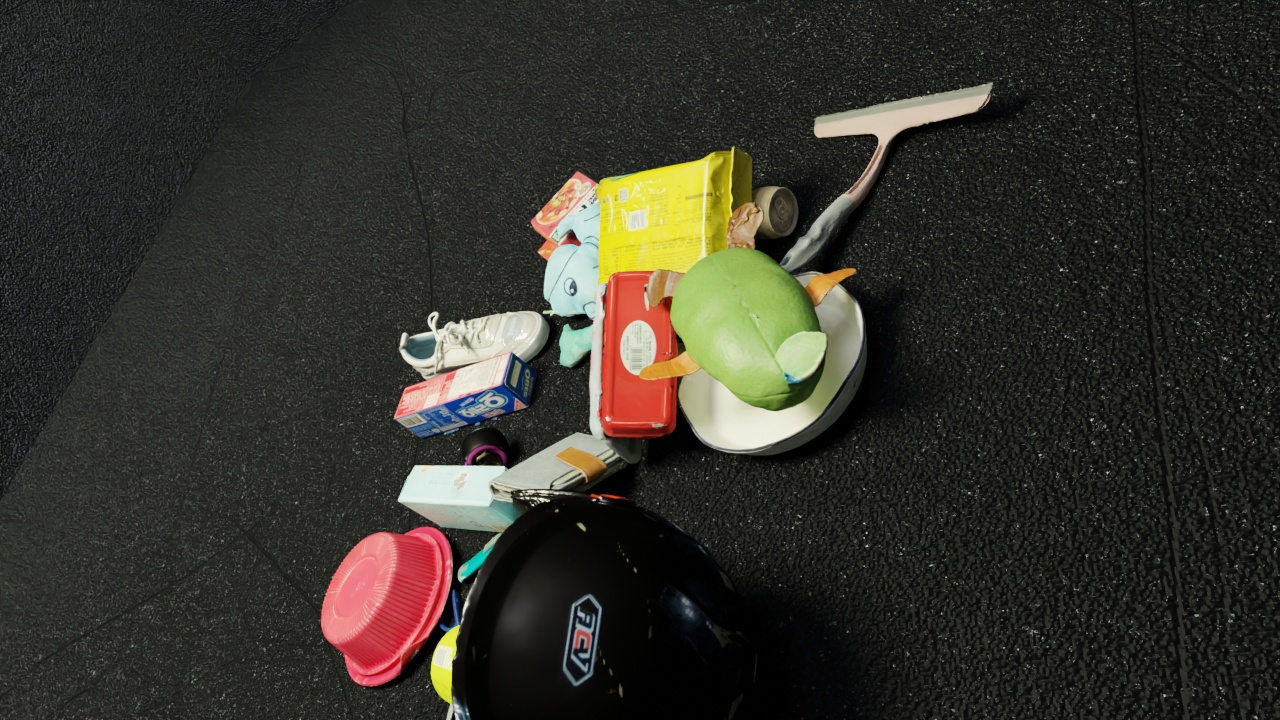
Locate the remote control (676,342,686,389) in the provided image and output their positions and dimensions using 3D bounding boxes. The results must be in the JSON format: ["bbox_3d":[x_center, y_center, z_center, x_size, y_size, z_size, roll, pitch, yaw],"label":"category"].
[{"bbox_3d":[0.006,0.010,1.042,0.136,0.020,0.055,-5,56,41],"label":"remote control"}]

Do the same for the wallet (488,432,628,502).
[{"bbox_3d":[-0.081,0.112,0.971,0.107,0.037,0.129,2,22,45],"label":"wallet"}]

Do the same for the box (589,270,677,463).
[{"bbox_3d":[-0.007,0.007,0.980,0.095,0.099,0.201,-1,57,2],"label":"box"}]

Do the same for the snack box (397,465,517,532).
[{"bbox_3d":[-0.196,0.159,1.061,0.175,0.074,0.051,-5,53,41],"label":"snack box"}]

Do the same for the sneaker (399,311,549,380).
[{"bbox_3d":[-0.233,-0.032,1.250,0.243,0.090,0.089,-14,50,35],"label":"sneaker"}]

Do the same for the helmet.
[{"bbox_3d":[-0.030,0.222,0.699,0.230,0.275,0.233,7,71,16],"label":"helmet"}]

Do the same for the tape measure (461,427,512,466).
[{"bbox_3d":[-0.186,0.112,1.108,0.057,0.058,0.039,-38,39,8],"label":"tape measure"}]

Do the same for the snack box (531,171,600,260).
[{"bbox_3d":[-0.097,-0.195,1.298,0.127,0.044,0.113,-48,38,0],"label":"snack box"}]

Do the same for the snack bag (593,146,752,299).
[{"bbox_3d":[0.028,-0.152,1.061,0.247,0.068,0.158,-1,88,48],"label":"snack bag"}]

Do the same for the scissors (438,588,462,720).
[{"bbox_3d":[-0.180,0.296,0.979,0.163,0.012,0.162,-53,39,-6],"label":"scissors"}]

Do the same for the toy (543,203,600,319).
[{"bbox_3d":[-0.077,-0.125,1.198,0.156,0.050,0.161,-45,55,6],"label":"toy"}]

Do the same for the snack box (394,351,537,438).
[{"bbox_3d":[-0.231,0.048,1.206,0.208,0.057,0.058,-17,45,34],"label":"snack box"}]

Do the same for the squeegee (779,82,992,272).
[{"bbox_3d":[0.220,-0.177,0.979,0.249,0.040,0.248,-53,30,-16],"label":"squeegee"}]

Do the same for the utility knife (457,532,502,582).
[{"bbox_3d":[-0.152,0.196,1.000,0.187,0.013,0.029,-42,21,32],"label":"utility knife"}]

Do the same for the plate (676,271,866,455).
[{"bbox_3d":[0.132,0.007,0.904,0.205,0.045,0.204,-25,44,27],"label":"plate"}]

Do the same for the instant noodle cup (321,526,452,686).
[{"bbox_3d":[-0.305,0.273,1.066,0.194,0.066,0.193,-28,42,28],"label":"instant noodle cup"}]

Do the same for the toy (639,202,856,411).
[{"bbox_3d":[0.097,-0.042,0.871,0.227,0.090,0.246,-31,44,5],"label":"toy"}]

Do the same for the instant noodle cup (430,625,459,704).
[{"bbox_3d":[-0.134,0.296,0.868,0.124,0.111,0.111,-8,52,50],"label":"instant noodle cup"}]

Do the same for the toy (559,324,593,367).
[{"bbox_3d":[-0.065,-0.019,1.128,0.092,0.030,0.096,-23,50,31],"label":"toy"}]

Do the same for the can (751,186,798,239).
[{"bbox_3d":[0.119,-0.169,1.057,0.116,0.058,0.058,7,63,46],"label":"can"}]
